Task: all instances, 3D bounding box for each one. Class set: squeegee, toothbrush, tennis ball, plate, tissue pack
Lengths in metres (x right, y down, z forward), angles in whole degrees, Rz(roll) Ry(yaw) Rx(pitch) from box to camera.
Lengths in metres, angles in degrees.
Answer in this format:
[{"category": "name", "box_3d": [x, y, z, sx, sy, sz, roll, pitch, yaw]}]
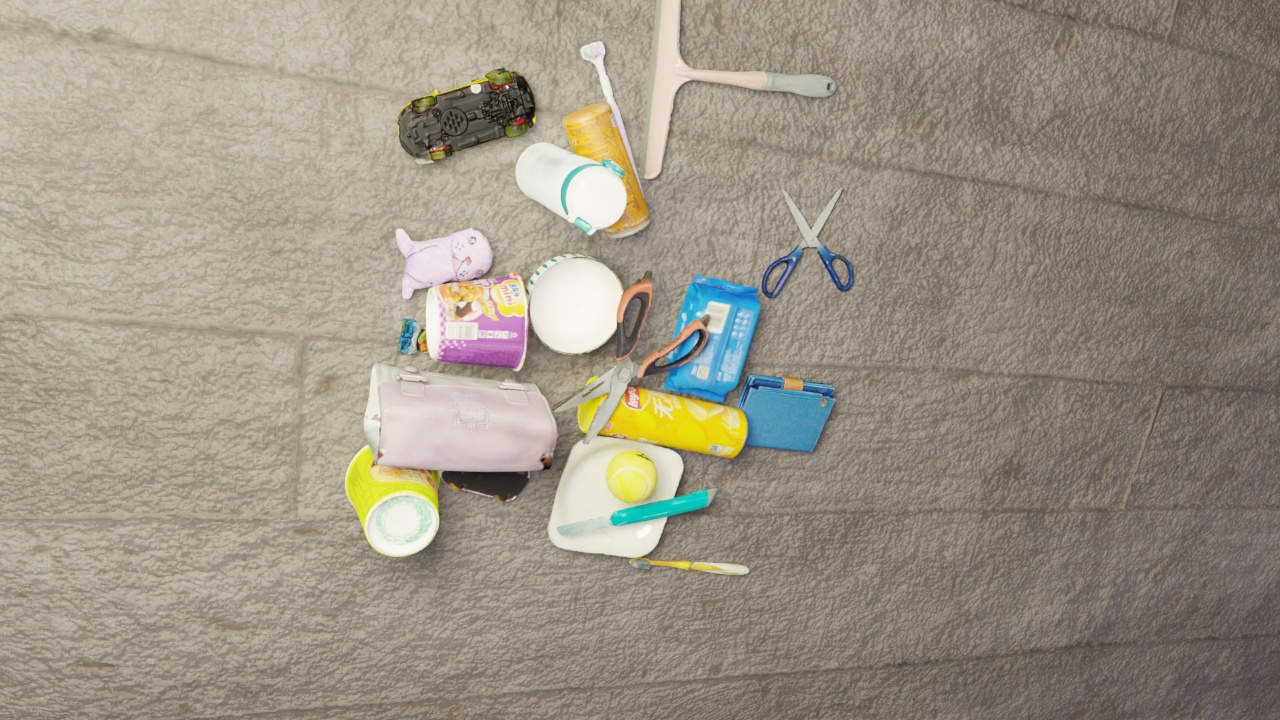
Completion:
[{"category": "squeegee", "box_3d": [0.130, -0.331, 1.082, 0.249, 0.040, 0.248, -1, 108, -21]}, {"category": "toothbrush", "box_3d": [0.072, 0.291, 1.289, 0.191, 0.018, 0.016, 10, 106, -23]}, {"category": "tennis ball", "box_3d": [-0.011, 0.144, 1.142, 0.065, 0.065, 0.065, -7, 110, -18]}, {"category": "toothbrush", "box_3d": [-0.027, -0.269, 1.055, 0.029, 0.021, 0.189, -5, 119, 27]}, {"category": "plate", "box_3d": [-0.036, 0.175, 1.199, 0.163, 0.034, 0.164, 13, 103, -24]}, {"category": "tissue pack", "box_3d": [0.089, -0.027, 1.165, 0.095, 0.052, 0.157, 10, 104, -21]}]

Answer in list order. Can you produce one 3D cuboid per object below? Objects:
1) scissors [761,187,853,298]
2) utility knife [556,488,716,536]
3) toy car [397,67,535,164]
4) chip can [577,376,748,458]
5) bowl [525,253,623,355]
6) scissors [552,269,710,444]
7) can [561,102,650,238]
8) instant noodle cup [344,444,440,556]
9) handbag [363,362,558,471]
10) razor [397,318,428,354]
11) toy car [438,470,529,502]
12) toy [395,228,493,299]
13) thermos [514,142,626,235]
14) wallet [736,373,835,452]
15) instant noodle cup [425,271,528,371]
[{"category": "scissors", "box_3d": [0.217, -0.146, 1.193, 0.162, 0.012, 0.173, -39, 116, -3]}, {"category": "utility knife", "box_3d": [-0.002, 0.198, 1.193, 0.222, 0.013, 0.029, -9, 113, -20]}, {"category": "toy car", "box_3d": [-0.186, -0.263, 0.985, 0.155, 0.041, 0.071, -23, 115, -13]}, {"category": "chip can", "box_3d": [0.029, 0.075, 1.169, 0.213, 0.072, 0.072, 13, 103, -25]}, {"category": "bowl", "box_3d": [-0.083, -0.071, 1.078, 0.116, 0.066, 0.116, -7, 110, -20]}, {"category": "scissors", "box_3d": [-0.007, -0.001, 1.087, 0.188, 0.015, 0.227, 4, 105, -29]}, {"category": "can", "box_3d": [-0.038, -0.216, 1.048, 0.058, 0.058, 0.146, -27, 116, -10]}, {"category": "instant noodle cup", "box_3d": [-0.278, 0.162, 1.055, 0.111, 0.123, 0.112, -7, 110, -19]}, {"category": "handbag", "box_3d": [-0.204, 0.067, 1.038, 0.196, 0.145, 0.098, 7, 108, -23]}, {"category": "razor", "box_3d": [-0.210, -0.016, 1.075, 0.142, 0.022, 0.043, 9, 106, -23]}, {"category": "toy car", "box_3d": [-0.192, 0.138, 1.124, 0.122, 0.037, 0.056, 26, 106, -44]}, {"category": "toy", "box_3d": [-0.218, -0.116, 1.026, 0.108, 0.039, 0.084, -11, 122, -16]}, {"category": "thermos", "box_3d": [-0.072, -0.184, 0.953, 0.073, 0.224, 0.073, -7, 110, -19]}, {"category": "wallet", "box_3d": [0.190, 0.072, 1.246, 0.133, 0.040, 0.106, 7, 114, -23]}, {"category": "instant noodle cup", "box_3d": [-0.186, -0.042, 1.025, 0.099, 0.111, 0.112, -2, 109, -20]}]
